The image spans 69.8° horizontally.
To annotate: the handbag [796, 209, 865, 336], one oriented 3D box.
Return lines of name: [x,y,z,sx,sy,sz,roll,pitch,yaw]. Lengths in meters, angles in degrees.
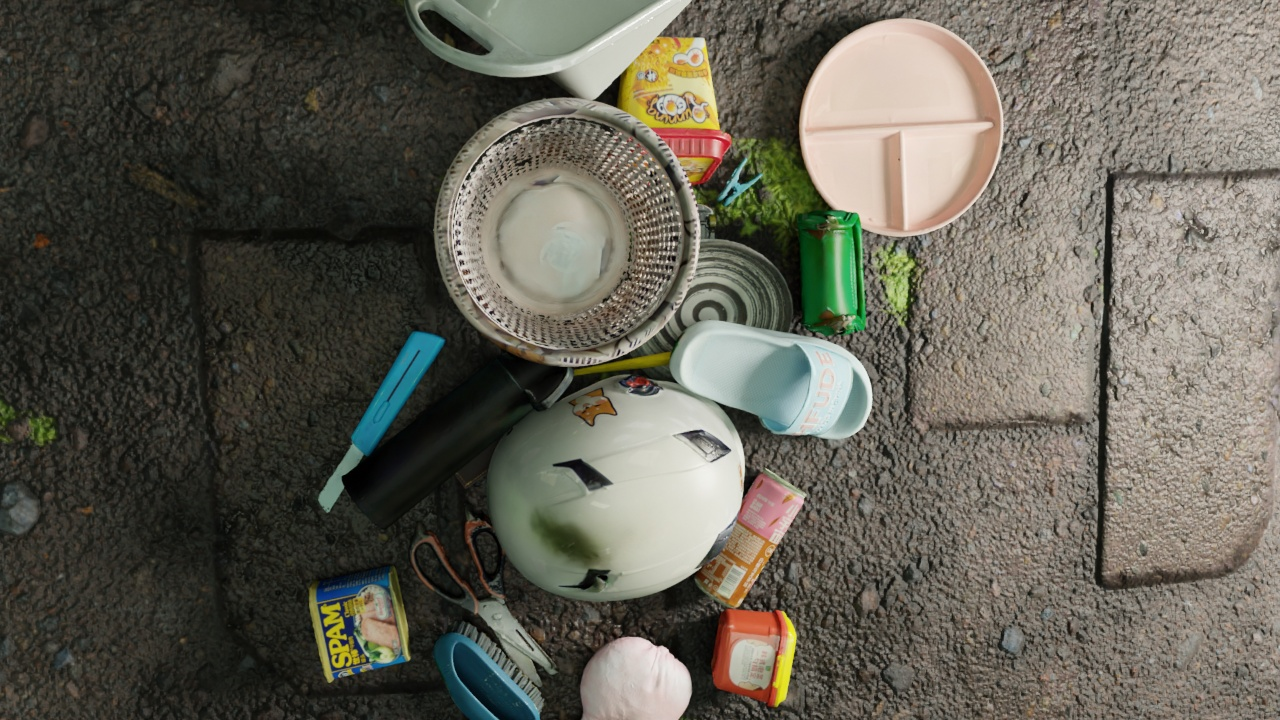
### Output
handbag: [0.198,-0.090,0.946,0.068,0.120,0.131,-3,98,11]

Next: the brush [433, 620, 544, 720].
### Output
brush: [-0.162,0.341,0.957,0.055,0.073,0.144,-37,99,23]

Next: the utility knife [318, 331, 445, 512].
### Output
utility knife: [-0.271,0.062,0.944,0.034,0.018,0.216,32,92,-11]

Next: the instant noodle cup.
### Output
instant noodle cup: [0.025,-0.249,0.917,0.116,0.116,0.123,-1,84,-8]

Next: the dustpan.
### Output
dustpan: [-0.079,-0.357,0.836,0.223,0.142,0.258,40,96,19]

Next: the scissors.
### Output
scissors: [-0.155,0.251,0.981,0.202,0.015,0.204,14,93,-10]

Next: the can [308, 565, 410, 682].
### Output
can: [-0.287,0.268,0.942,0.083,0.057,0.102,-11,98,-10]

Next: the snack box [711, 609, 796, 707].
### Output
snack box: [0.121,0.320,1.000,0.080,0.082,0.091,10,93,0]

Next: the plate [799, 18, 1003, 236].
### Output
plate: [0.279,-0.249,0.993,0.229,0.028,0.229,-1,96,-8]

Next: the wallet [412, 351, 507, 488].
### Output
wallet: [-0.161,0.064,0.960,0.122,0.020,0.096,-35,103,-4]

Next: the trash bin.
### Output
trash bin: [-0.074,-0.115,0.866,0.227,0.192,0.227,-1,95,-9]

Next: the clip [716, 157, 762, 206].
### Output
clip: [0.103,-0.188,0.979,0.038,0.013,0.055,43,86,-10]

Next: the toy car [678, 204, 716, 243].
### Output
toy car: [0.056,-0.119,0.967,0.042,0.035,0.090,-1,98,-10]

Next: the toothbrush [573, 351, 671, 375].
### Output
toothbrush: [-0.006,0.006,0.961,0.190,0.016,0.016,-9,121,0]

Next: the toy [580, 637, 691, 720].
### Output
toy: [-0.017,0.376,0.996,0.121,0.054,0.159,28,96,-9]

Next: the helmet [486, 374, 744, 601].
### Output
helmet: [-0.017,0.139,0.905,0.274,0.157,0.230,-8,103,-4]

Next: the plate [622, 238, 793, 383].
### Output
plate: [0.069,-0.047,0.962,0.179,0.024,0.180,-2,120,-4]

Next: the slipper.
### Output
slipper: [0.145,0.024,0.949,0.245,0.074,0.104,17,110,-24]

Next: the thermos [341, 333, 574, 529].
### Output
thermos: [-0.174,0.068,0.902,0.242,0.090,0.068,-39,125,-5]

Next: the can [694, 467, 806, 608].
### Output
can: [0.119,0.193,0.996,0.058,0.058,0.147,32,90,-10]
